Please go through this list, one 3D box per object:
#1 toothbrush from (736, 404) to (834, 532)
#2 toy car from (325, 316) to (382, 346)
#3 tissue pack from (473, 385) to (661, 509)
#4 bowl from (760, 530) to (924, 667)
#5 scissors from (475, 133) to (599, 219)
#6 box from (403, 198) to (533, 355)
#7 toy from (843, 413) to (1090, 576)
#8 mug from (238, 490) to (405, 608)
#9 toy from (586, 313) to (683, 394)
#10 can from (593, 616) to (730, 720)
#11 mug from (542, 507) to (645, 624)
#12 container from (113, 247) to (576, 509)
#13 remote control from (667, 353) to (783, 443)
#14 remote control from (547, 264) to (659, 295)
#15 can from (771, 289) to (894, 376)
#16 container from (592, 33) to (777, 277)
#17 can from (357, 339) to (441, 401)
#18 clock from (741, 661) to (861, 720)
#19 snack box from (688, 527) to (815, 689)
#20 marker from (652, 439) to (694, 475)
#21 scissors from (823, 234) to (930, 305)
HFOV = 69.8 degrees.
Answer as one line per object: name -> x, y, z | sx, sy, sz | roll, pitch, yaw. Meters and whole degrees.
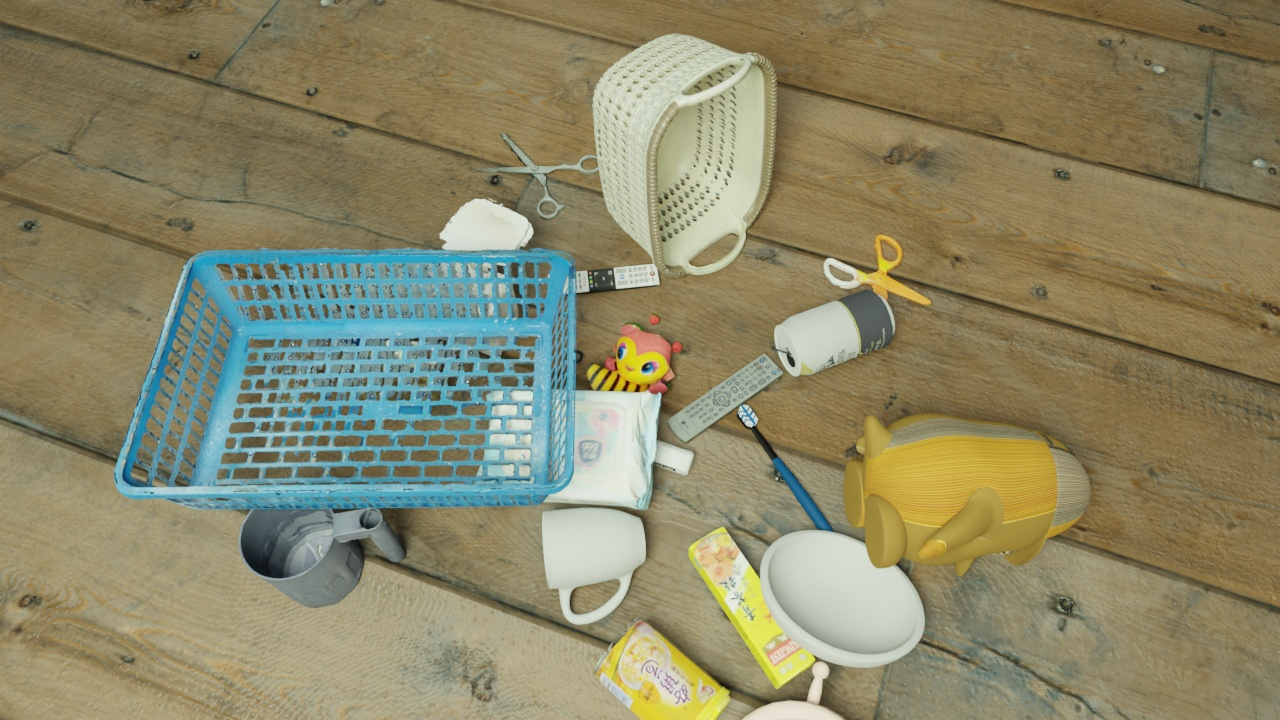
toothbrush -> 0.146, 0.113, 0.918 | 0.014, 0.014, 0.167 | -22, 62, -24
toy car -> -0.313, -0.046, 1.001 | 0.092, 0.033, 0.061 | 11, 68, 7
tissue pack -> -0.072, 0.083, 0.888 | 0.182, 0.070, 0.112 | 2, 75, 10
bowl -> 0.175, 0.220, 0.824 | 0.149, 0.043, 0.149 | 10, 33, -7
scissors -> -0.111, -0.233, 1.117 | 0.173, 0.014, 0.141 | -16, 65, -9
box -> -0.174, -0.099, 0.979 | 0.109, 0.126, 0.136 | 18, 60, 11
toy -> 0.304, 0.124, 0.847 | 0.203, 0.163, 0.198 | -2, 21, -3
mug -> -0.286, 0.171, 0.840 | 0.124, 0.104, 0.083 | -10, 61, -5
toy -> -0.006, 0.006, 0.963 | 0.103, 0.046, 0.084 | -38, 89, -8
can -> 0.019, 0.281, 0.794 | 0.105, 0.068, 0.067 | 37, 67, 19
mug -> -0.042, 0.190, 0.855 | 0.089, 0.071, 0.107 | -4, 88, -11
container -> -0.238, 0.024, 0.822 | 0.362, 0.089, 0.256 | 0, 55, -2
remote control -> 0.089, 0.040, 0.959 | 0.136, 0.013, 0.033 | -34, 65, -17
remote control -> -0.042, -0.089, 1.035 | 0.124, 0.012, 0.028 | -6, 61, -2
can -> 0.199, -0.027, 0.966 | 0.127, 0.064, 0.064 | -20, 62, -10
container -> 0.046, -0.223, 0.986 | 0.184, 0.247, 0.143 | -36, 57, -22
can -> -0.246, 0.018, 0.936 | 0.086, 0.086, 0.043 | -6, 60, -3
clock -> 0.129, 0.352, 0.757 | 0.160, 0.086, 0.131 | -36, 65, -8
snack box -> 0.100, 0.226, 0.846 | 0.040, 0.029, 0.148 | -29, 64, -14
marker -> -0.008, 0.085, 0.929 | 0.126, 0.025, 0.025 | 18, 62, 11
scissors -> 0.262, -0.091, 1.032 | 0.127, 0.011, 0.125 | 1, 59, 3
